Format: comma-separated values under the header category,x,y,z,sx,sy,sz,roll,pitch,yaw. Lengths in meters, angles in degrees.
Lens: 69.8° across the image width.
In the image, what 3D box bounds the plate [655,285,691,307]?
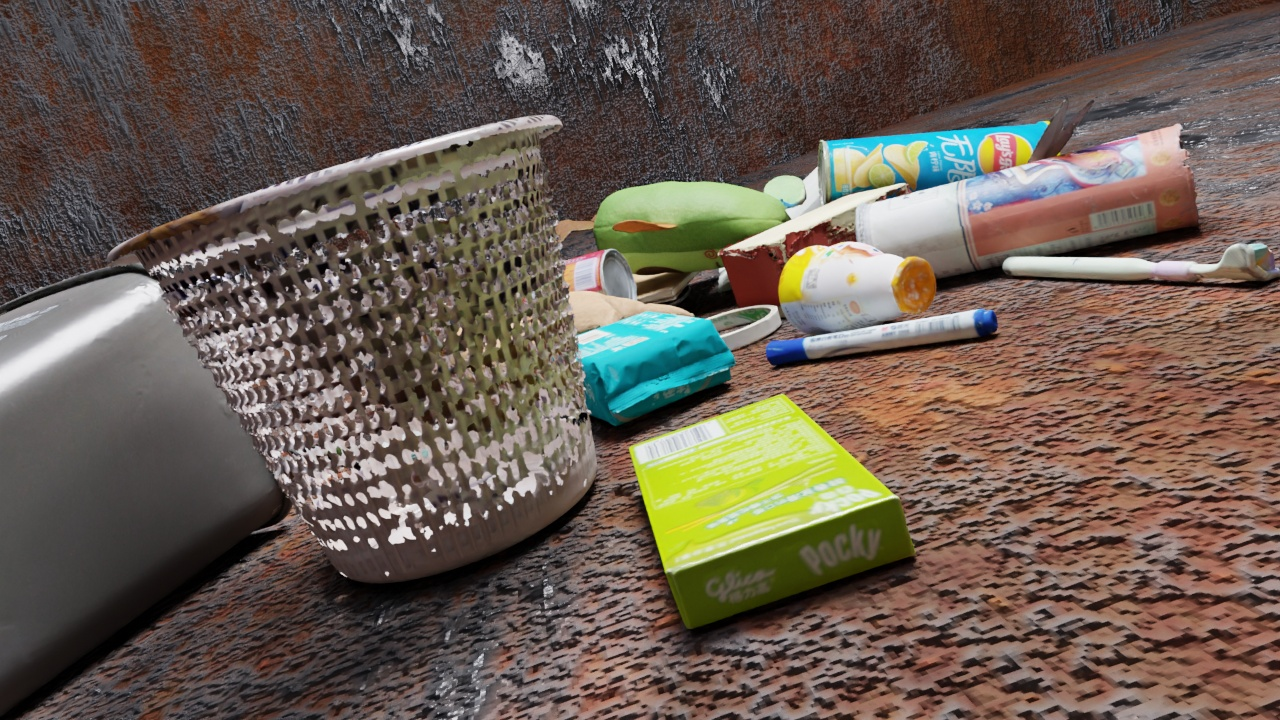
category,x,y,z,sx,sy,sz,roll,pitch,yaw
plate,-0.032,-0.036,0.910,0.179,0.024,0.179,-18,14,4

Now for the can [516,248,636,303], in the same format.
category,x,y,z,sx,sy,sz,roll,pitch,yaw
can,-0.059,-0.060,0.839,0.094,0.066,0.066,-13,14,25

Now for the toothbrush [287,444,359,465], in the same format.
category,x,y,z,sx,sy,sz,roll,pitch,yaw
toothbrush,-0.259,0.079,0.763,0.017,0.012,0.186,-34,19,-33

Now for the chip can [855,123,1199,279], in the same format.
category,x,y,z,sx,sy,sz,roll,pitch,yaw
chip can,0.268,-0.103,0.651,0.215,0.071,0.071,-11,14,29

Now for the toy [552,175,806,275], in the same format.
category,x,y,z,sx,sy,sz,roll,pitch,yaw
toy,0.033,-0.127,0.886,0.247,0.090,0.226,2,9,30

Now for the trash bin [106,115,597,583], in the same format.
category,x,y,z,sx,sy,sz,roll,pitch,yaw
trash bin,-0.120,-0.002,0.481,0.227,0.192,0.227,-18,12,4

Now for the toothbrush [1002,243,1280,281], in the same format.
category,x,y,z,sx,sy,sz,roll,pitch,yaw
toothbrush,0.284,-0.057,0.549,0.020,0.029,0.190,-62,18,-4

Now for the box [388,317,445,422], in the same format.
category,x,y,z,sx,sy,sz,roll,pitch,yaw
box,-0.210,0.002,0.849,0.061,0.090,0.184,-24,11,-18

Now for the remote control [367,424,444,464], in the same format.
category,x,y,z,sx,sy,sz,roll,pitch,yaw
remote control,-0.163,0.072,0.630,0.056,0.019,0.135,-20,12,-8

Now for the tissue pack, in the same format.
category,x,y,z,sx,sy,sz,roll,pitch,yaw
tissue pack,-0.004,0.004,0.626,0.093,0.050,0.133,-21,13,-19

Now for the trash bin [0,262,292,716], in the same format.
category,x,y,z,sx,sy,sz,roll,pitch,yaw
trash bin,-0.362,0.079,0.520,0.199,0.199,0.219,-13,19,21

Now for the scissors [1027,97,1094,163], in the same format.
category,x,y,z,sx,sy,sz,roll,pitch,yaw
scissors,0.296,-0.138,0.677,0.146,0.014,0.172,13,-25,-31

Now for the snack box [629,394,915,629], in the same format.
category,x,y,z,sx,sy,sz,roll,pitch,yaw
snack box,0.044,0.055,0.387,0.086,0.026,0.156,-19,12,-2

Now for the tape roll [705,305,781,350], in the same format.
category,x,y,z,sx,sy,sz,roll,pitch,yaw
tape roll,0.068,-0.023,0.725,0.086,0.014,0.085,-17,12,4

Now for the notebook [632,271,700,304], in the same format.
category,x,y,z,sx,sy,sz,roll,pitch,yaw
notebook,-0.005,-0.078,0.964,0.150,0.012,0.211,-13,13,22

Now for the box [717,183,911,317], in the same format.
category,x,y,z,sx,sy,sz,roll,pitch,yaw
box,0.156,-0.102,0.785,0.168,0.080,0.091,-26,14,-28

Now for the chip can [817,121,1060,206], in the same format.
category,x,y,z,sx,sy,sz,roll,pitch,yaw
chip can,0.277,-0.181,0.869,0.210,0.071,0.071,-4,14,6

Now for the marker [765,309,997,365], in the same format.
category,x,y,z,sx,sy,sz,roll,pitch,yaw
marker,0.144,-0.013,0.565,0.146,0.017,0.016,-9,15,38

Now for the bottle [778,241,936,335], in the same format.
category,x,y,z,sx,sy,sz,roll,pitch,yaw
bottle,0.143,-0.047,0.608,0.063,0.063,0.108,-25,14,-27

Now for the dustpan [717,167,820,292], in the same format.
category,x,y,z,sx,sy,sz,roll,pitch,yaw
dustpan,0.226,-0.139,1.013,0.258,0.142,0.222,-46,6,14

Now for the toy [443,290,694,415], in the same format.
category,x,y,z,sx,sy,sz,roll,pitch,yaw
toy,-0.066,-0.015,0.754,0.225,0.082,0.144,-22,16,-29
